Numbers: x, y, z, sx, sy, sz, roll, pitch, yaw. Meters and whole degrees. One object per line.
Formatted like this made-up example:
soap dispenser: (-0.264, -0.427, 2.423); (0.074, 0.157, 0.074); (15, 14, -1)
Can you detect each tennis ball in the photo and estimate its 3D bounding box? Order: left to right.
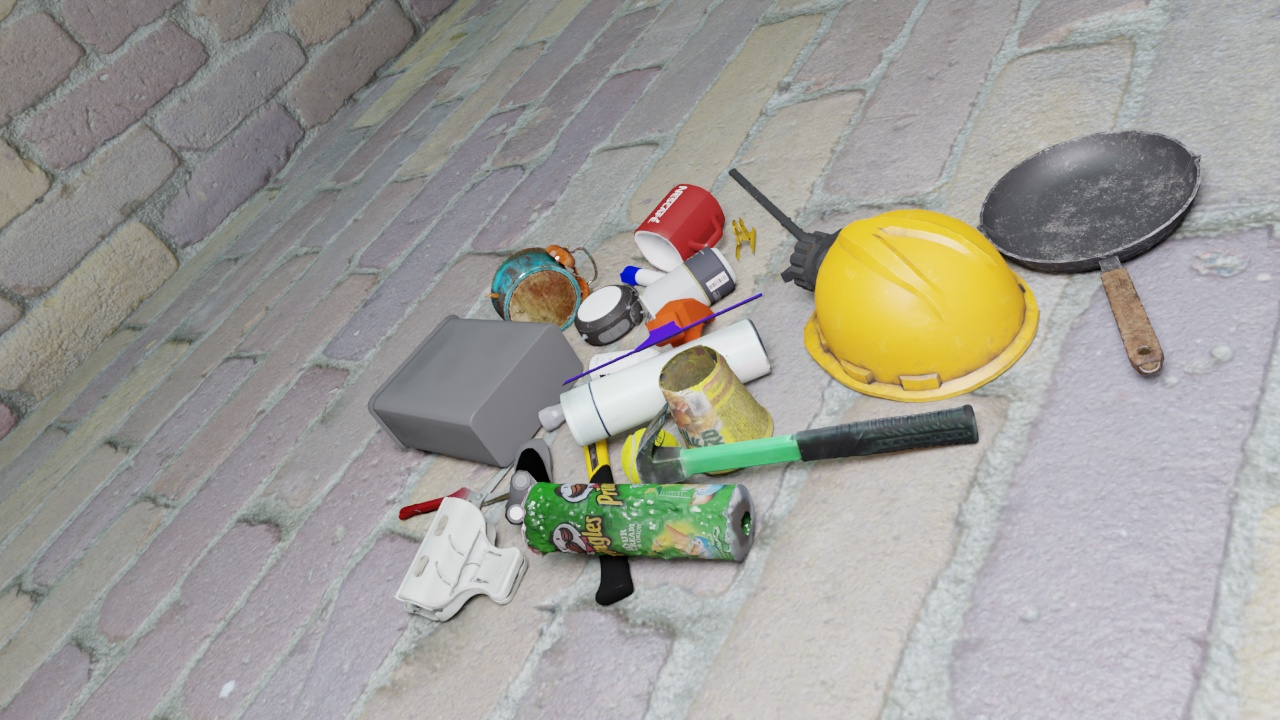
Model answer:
tennis ball: (0.012, 0.103, 0.965); (0.065, 0.065, 0.065); (-23, 36, 18)

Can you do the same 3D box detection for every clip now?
clip: (-0.200, 0.217, 0.996); (0.151, 0.110, 0.126); (-9, 49, 45)
clip: (0.137, -0.163, 1.204); (0.046, 0.048, 0.054); (15, 44, -2)

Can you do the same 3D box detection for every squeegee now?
squeegee: (0.047, -0.044, 1.059); (0.250, 0.055, 0.184); (-24, -2, 25)

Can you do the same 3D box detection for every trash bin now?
trash bin: (-0.218, 0.035, 1.211); (0.220, 0.097, 0.191); (5, 47, 42)

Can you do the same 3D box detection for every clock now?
clock: (-0.134, -0.104, 1.295); (0.157, 0.121, 0.073); (-33, 38, -8)
clock: (-0.042, -0.067, 1.235); (0.123, 0.044, 0.091); (-28, 35, 10)

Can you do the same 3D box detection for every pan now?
pan: (0.442, -0.105, 0.875); (0.208, 0.040, 0.355); (-17, 39, 25)

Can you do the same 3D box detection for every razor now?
razor: (-0.126, 0.134, 1.062); (0.057, 0.060, 0.156); (-19, 16, 3)

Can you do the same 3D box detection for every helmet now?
helmet: (0.258, -0.081, 0.921); (0.205, 0.131, 0.255); (-44, 36, -14)

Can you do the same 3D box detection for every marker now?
marker: (0.022, -0.108, 1.247); (0.027, 0.023, 0.133); (-30, 29, -28)

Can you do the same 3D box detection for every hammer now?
hammer: (-0.044, 0.133, 1.015); (0.127, 0.029, 0.323); (-28, 36, 10)
hammer: (0.174, -0.199, 1.238); (0.095, 0.015, 0.324); (-33, 33, 4)
hammer: (0.147, 0.081, 0.860); (0.319, 0.130, 0.032); (-10, 34, 19)

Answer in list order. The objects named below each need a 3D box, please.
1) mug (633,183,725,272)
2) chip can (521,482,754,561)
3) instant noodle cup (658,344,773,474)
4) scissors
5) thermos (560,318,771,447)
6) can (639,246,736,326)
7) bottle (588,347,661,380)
mug: (0.065, -0.177, 1.247); (0.116, 0.080, 0.096); (19, 61, 42)
chip can: (-0.003, 0.154, 0.883); (0.224, 0.075, 0.075); (-4, 44, 25)
instant noodle cup: (0.072, 0.047, 0.943); (0.102, 0.108, 0.102); (-23, 34, 16)
scissors: (-0.228, 0.195, 1.106); (0.200, 0.015, 0.178); (-13, 39, 28)
thermos: (0.027, 0.026, 1.015); (0.230, 0.068, 0.067); (-23, 35, 3)
can: (0.055, -0.086, 1.157); (0.127, 0.064, 0.064); (-34, 34, 2)
bottle: (-0.007, 0.007, 1.120); (0.116, 0.041, 0.041); (-7, 43, 35)
